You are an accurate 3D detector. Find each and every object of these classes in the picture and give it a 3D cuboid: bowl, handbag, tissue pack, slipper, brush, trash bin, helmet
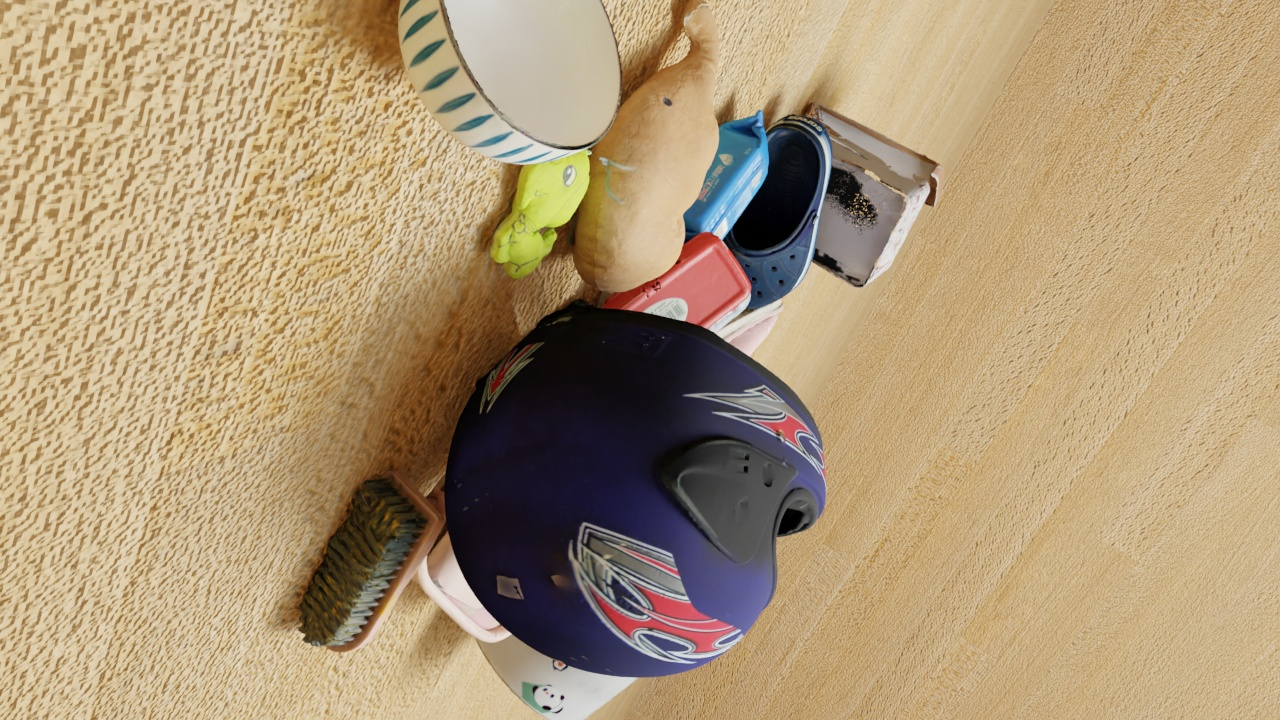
[{"bbox_3d":[-0.071,-0.149,0.448,0.066,0.116,0.116,-13,-164,39],"label":"bowl"},{"bbox_3d":[-0.138,0.147,0.842,0.193,0.093,0.234,-54,156,-11],"label":"handbag"},{"bbox_3d":[0.070,-0.162,0.885,0.157,0.052,0.095,-54,165,-8],"label":"tissue pack"},{"bbox_3d":[0.093,-0.025,1.120,0.273,0.114,0.054,-30,110,-52],"label":"slipper"},{"bbox_3d":[-0.200,0.159,0.693,0.146,0.063,0.073,-60,153,11],"label":"brush"},{"bbox_3d":[-0.038,0.249,1.021,0.252,0.229,0.229,-44,164,5],"label":"trash bin"},{"bbox_3d":[0.145,-0.149,1.028,0.095,0.105,0.253,-46,160,-45],"label":"slipper"},{"bbox_3d":[0.001,0.119,0.703,0.315,0.248,0.239,32,60,-33],"label":"helmet"}]

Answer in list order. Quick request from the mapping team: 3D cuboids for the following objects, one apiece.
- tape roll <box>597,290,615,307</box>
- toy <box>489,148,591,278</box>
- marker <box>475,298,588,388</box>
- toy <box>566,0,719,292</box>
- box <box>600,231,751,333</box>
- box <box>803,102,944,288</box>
[{"bbox_3d":[-0.012,-0.072,0.888,0.085,0.014,0.086,-50,163,-22],"label":"tape roll"},{"bbox_3d":[-0.068,-0.106,0.634,0.100,0.031,0.097,-51,163,-5],"label":"toy"},{"bbox_3d":[-0.088,-0.010,0.773,0.131,0.020,0.022,-44,164,-37],"label":"marker"},{"bbox_3d":[0.011,-0.155,0.698,0.143,0.082,0.226,-40,154,-57],"label":"toy"},{"bbox_3d":[0.002,-0.035,0.864,0.201,0.095,0.101,-38,-159,-2],"label":"box"},{"bbox_3d":[0.259,-0.216,1.106,0.184,0.183,0.155,-33,152,-48],"label":"box"}]
